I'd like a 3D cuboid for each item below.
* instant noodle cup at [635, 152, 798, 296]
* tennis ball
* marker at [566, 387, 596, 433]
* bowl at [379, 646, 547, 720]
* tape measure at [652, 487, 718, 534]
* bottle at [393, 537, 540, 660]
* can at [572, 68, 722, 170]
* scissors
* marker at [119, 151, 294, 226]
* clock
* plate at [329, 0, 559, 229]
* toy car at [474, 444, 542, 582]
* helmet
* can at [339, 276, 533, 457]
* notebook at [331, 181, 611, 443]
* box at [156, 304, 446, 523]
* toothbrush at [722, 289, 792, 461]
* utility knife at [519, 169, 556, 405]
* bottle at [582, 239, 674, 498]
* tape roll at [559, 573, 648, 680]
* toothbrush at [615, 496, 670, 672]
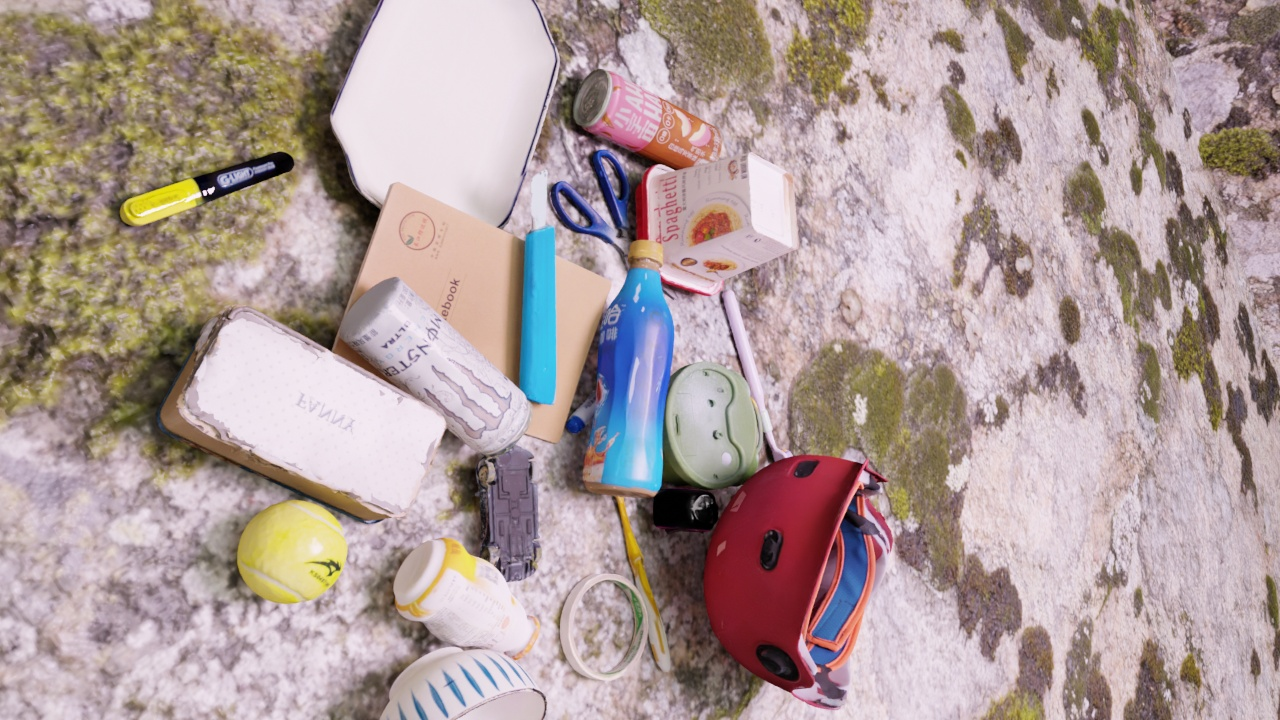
[{"bbox_3d":[0.073,-0.131,0.856,0.116,0.124,0.116,12,70,-47],"label":"instant noodle cup"},{"bbox_3d":[-0.221,0.122,0.584,0.065,0.066,0.065,11,73,-40],"label":"tennis ball"},{"bbox_3d":[-0.021,0.014,0.820,0.017,0.017,0.145,55,51,-18],"label":"marker"},{"bbox_3d":[-0.129,0.239,0.623,0.116,0.117,0.066,-6,41,-42],"label":"bowl"},{"bbox_3d":[0.040,0.136,0.818,0.057,0.058,0.039,63,31,-75],"label":"tape measure"},{"bbox_3d":[-0.122,0.176,0.660,0.108,0.063,0.063,42,55,-26],"label":"bottle"},{"bbox_3d":[0.009,-0.222,0.874,0.147,0.058,0.057,16,70,-38],"label":"can"},{"bbox_3d":[-0.018,-0.121,0.858,0.163,0.012,0.160,21,67,-39],"label":"scissors"},{"bbox_3d":[-0.286,-0.118,0.616,0.123,0.015,0.018,-36,107,-42],"label":"marker"},{"bbox_3d":[0.062,0.062,0.855,0.161,0.056,0.116,2,79,-41],"label":"clock"},{"bbox_3d":[-0.156,-0.216,0.742,0.162,0.034,0.265,30,62,-34],"label":"plate"},{"bbox_3d":[-0.104,0.118,0.712,0.048,0.031,0.105,6,78,-41],"label":"toy car"},{"bbox_3d":[0.127,0.176,0.805,0.206,0.144,0.240,-61,148,-30],"label":"helmet"},{"bbox_3d":[-0.145,0.007,0.664,0.147,0.058,0.058,47,53,-32],"label":"can"},{"bbox_3d":[-0.124,-0.030,0.717,0.207,0.008,0.147,22,83,-37],"label":"notebook"},{"bbox_3d":[-0.215,0.043,0.614,0.184,0.061,0.089,37,58,-32],"label":"box"},{"bbox_3d":[0.118,0.018,0.941,0.021,0.029,0.189,-19,92,-5],"label":"toothbrush"},{"bbox_3d":[-0.080,-0.056,0.728,0.034,0.018,0.188,-6,100,-47],"label":"utility knife"},{"bbox_3d":[-0.005,0.005,0.777,0.065,0.065,0.218,18,73,-38],"label":"bottle"},{"bbox_3d":[-0.029,0.222,0.766,0.085,0.014,0.085,11,72,-39],"label":"tape roll"},{"bbox_3d":[0.001,0.179,0.799,0.016,0.018,0.191,-15,90,-41],"label":"toothbrush"}]
